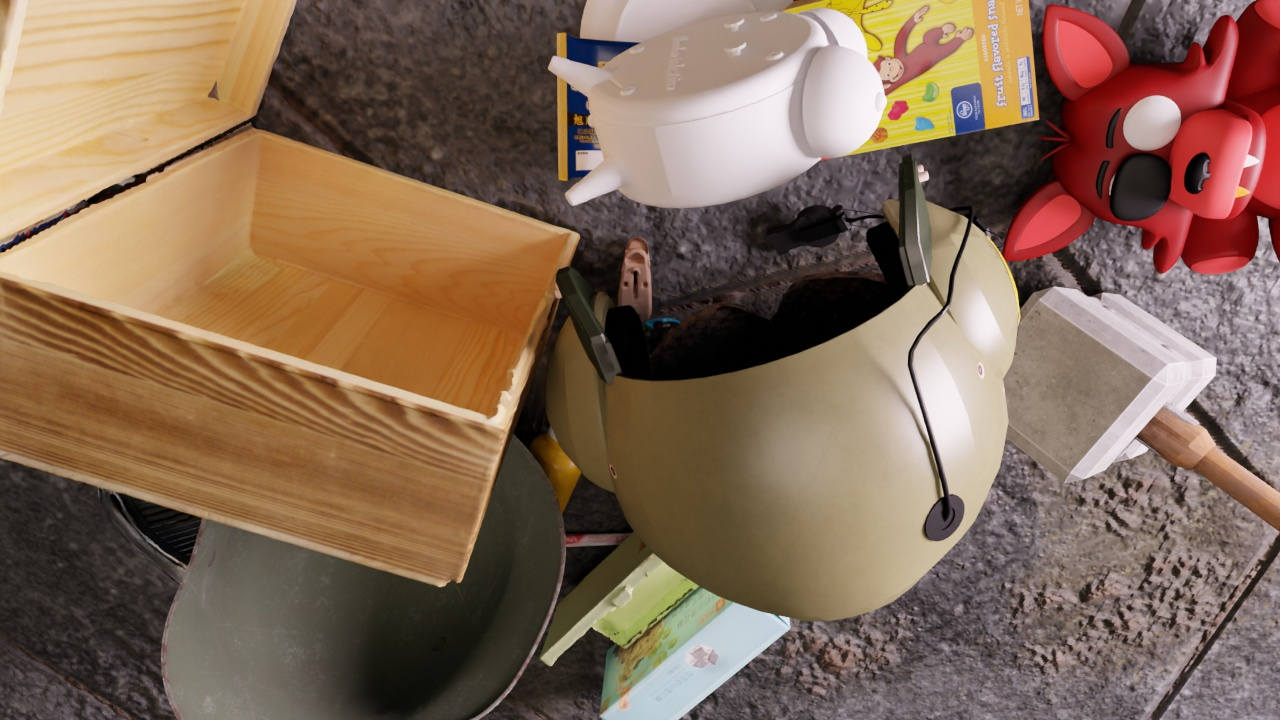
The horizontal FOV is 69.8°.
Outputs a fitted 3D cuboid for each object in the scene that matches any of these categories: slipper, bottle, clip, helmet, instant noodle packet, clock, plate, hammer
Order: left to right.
[{"bbox_3d":[-0.321,0.135,0.719,0.111,0.063,0.264,-14,127,9],"label":"slipper"},{"bbox_3d":[-0.198,0.150,0.645,0.227,0.154,0.267,47,72,-12],"label":"helmet"},{"bbox_3d":[-0.076,0.102,0.694,0.043,0.043,0.144,22,115,-7],"label":"bottle"},{"bbox_3d":[-0.004,-0.056,0.628,0.026,0.049,0.061,0,156,2],"label":"clip"},{"bbox_3d":[0.016,-0.152,0.561,0.134,0.026,0.087,2,113,2],"label":"instant noodle packet"},{"bbox_3d":[0.029,-0.192,0.562,0.134,0.011,0.135,2,116,3],"label":"plate"},{"bbox_3d":[0.039,-0.140,0.476,0.161,0.125,0.073,-10,125,12],"label":"clock"},{"bbox_3d":[0.082,0.018,0.515,0.250,0.255,0.233,-17,111,11],"label":"helmet"},{"bbox_3d":[0.349,0.083,0.501,0.317,0.162,0.083,45,118,30],"label":"hammer"}]

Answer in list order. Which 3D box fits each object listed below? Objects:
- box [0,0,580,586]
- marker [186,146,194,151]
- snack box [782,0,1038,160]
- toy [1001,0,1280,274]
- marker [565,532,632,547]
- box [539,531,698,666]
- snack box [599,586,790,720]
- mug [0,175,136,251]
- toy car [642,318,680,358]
[{"bbox_3d":[-0.164,-0.131,0.461,0.286,0.278,0.337,16,117,-4],"label":"box"},{"bbox_3d":[-0.349,-0.185,0.588,0.140,0.016,0.016,37,112,-13],"label":"marker"},{"bbox_3d":[0.155,-0.174,0.526,0.126,0.040,0.088,-6,115,22],"label":"snack box"},{"bbox_3d":[0.325,-0.121,0.526,0.197,0.120,0.158,5,119,11],"label":"toy"},{"bbox_3d":[-0.006,0.141,0.727,0.142,0.012,0.013,-3,116,5],"label":"marker"},{"bbox_3d":[0.017,0.163,0.685,0.082,0.097,0.188,37,116,-14],"label":"box"},{"bbox_3d":[0.041,0.223,0.728,0.053,0.074,0.175,37,113,-14],"label":"snack box"},{"bbox_3d":[-0.372,-0.072,0.612,0.090,0.091,0.121,27,79,-9],"label":"mug"},{"bbox_3d":[-0.004,0.004,0.648,0.106,0.032,0.048,-33,110,32],"label":"toy car"}]
